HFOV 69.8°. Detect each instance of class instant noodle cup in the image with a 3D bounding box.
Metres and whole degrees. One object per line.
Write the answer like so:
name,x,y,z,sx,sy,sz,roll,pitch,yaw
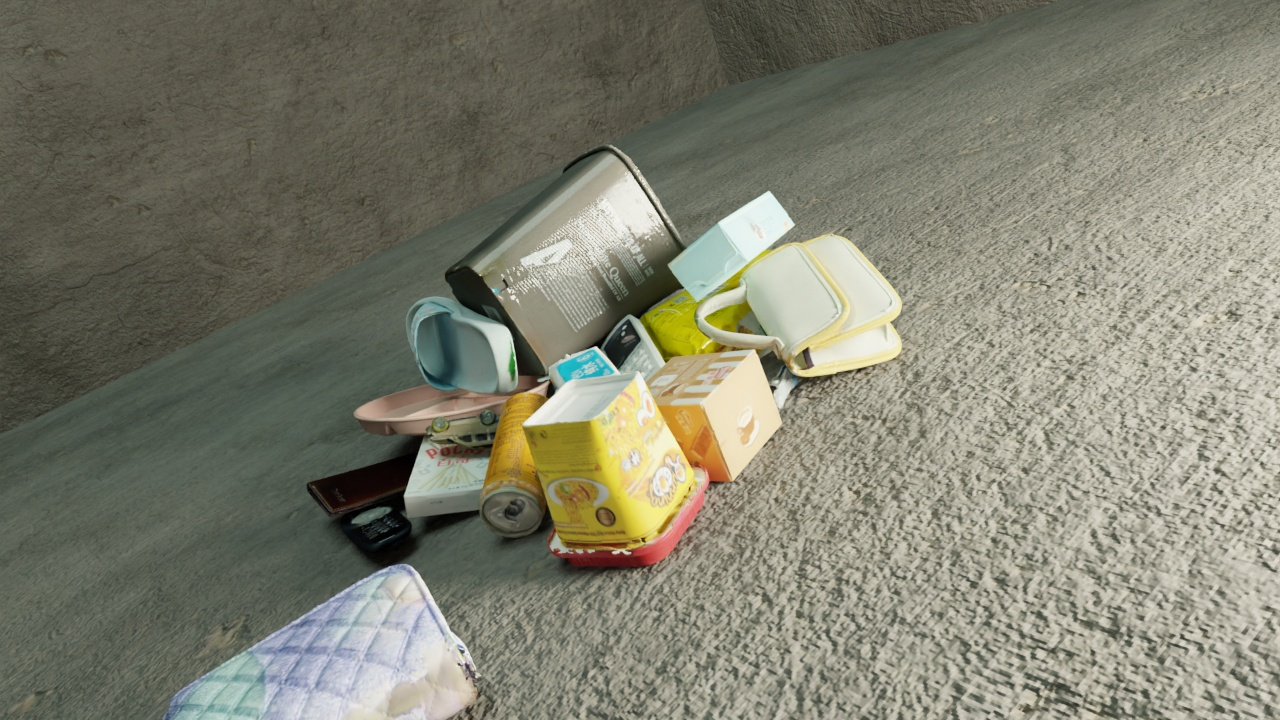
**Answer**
instant noodle cup,-0.024,0.082,0.718,0.116,0.124,0.115,-8,24,34

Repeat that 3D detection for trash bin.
trash bin,-0.089,-0.106,1.082,0.219,0.199,0.199,-39,15,-20

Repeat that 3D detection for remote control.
remote control,-0.006,0.006,0.971,0.058,0.021,0.150,-50,32,13
remote control,-0.257,0.165,0.897,0.053,0.024,0.137,-25,15,-26

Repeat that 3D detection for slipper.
slipper,-0.220,-0.010,1.060,0.074,0.104,0.246,-13,17,-34

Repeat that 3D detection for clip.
clip,0.131,0.025,0.857,0.029,0.024,0.056,2,31,41

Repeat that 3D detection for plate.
plate,-0.218,0.051,1.079,0.229,0.028,0.229,-8,10,1

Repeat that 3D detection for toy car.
toy car,-0.173,0.073,0.935,0.090,0.035,0.042,-6,-17,7

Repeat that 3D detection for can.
can,-0.110,0.092,0.845,0.058,0.058,0.145,-17,32,13

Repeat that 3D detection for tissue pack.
tissue pack,-0.043,0.049,0.880,0.063,0.090,0.140,-24,20,-8

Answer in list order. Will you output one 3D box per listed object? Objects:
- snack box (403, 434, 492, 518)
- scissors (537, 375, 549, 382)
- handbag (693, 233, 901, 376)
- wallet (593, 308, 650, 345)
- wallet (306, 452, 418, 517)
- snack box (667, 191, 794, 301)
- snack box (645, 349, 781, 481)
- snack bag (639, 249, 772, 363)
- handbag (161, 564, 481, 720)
snack box,-0.188,0.110,0.940,0.084,0.027,0.156,-7,20,-3
scissors,-0.078,0.011,1.089,0.105,0.017,0.136,-6,8,-7
handbag,0.145,-0.051,0.889,0.178,0.063,0.163,-15,37,-4
wallet,-0.065,-0.051,1.234,0.133,0.040,0.106,-6,19,26
wallet,-0.282,0.132,0.977,0.122,0.020,0.096,-15,16,-29
snack box,0.100,-0.124,0.973,0.074,0.051,0.174,-37,2,32
snack box,0.053,0.048,0.797,0.095,0.077,0.092,-5,25,42
snack bag,0.106,-0.055,1.031,0.246,0.068,0.158,-32,21,-24
handbag,-0.210,0.228,0.610,0.193,0.075,0.134,-30,25,-17
